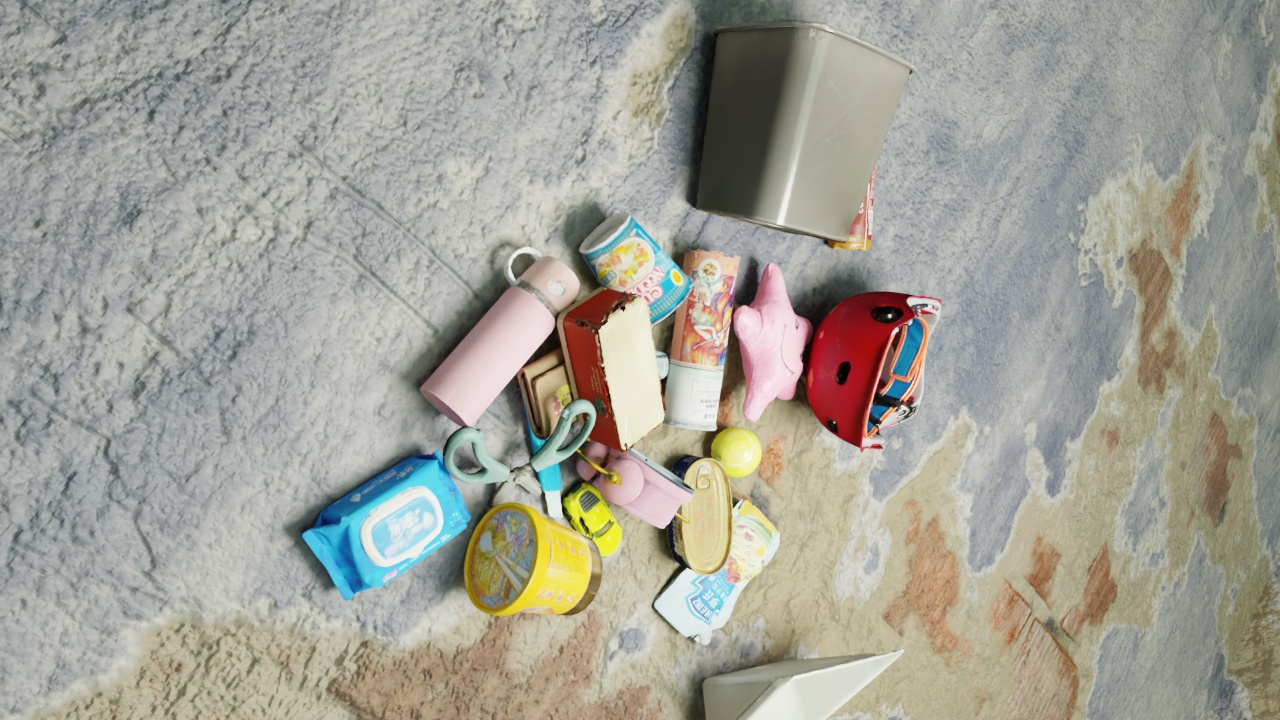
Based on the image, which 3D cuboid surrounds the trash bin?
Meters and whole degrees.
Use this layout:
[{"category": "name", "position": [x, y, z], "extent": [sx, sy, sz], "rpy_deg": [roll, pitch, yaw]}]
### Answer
[{"category": "trash bin", "position": [0.180, -0.267, 1.097], "extent": [0.198, 0.199, 0.220], "rpy_deg": [7, 101, -35]}]

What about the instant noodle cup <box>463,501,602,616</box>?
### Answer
[{"category": "instant noodle cup", "position": [-0.112, 0.224, 1.003], "extent": [0.114, 0.119, 0.118], "rpy_deg": [26, 82, -44]}]

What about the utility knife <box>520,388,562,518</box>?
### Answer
[{"category": "utility knife", "position": [-0.108, 0.099, 1.041], "extent": [0.034, 0.018, 0.179], "rpy_deg": [-18, 109, -34]}]

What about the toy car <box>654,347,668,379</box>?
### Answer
[{"category": "toy car", "position": [-0.006, 0.006, 1.092], "extent": [0.090, 0.034, 0.043], "rpy_deg": [1, 100, -35]}]

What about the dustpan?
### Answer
[{"category": "dustpan", "position": [0.197, 0.479, 1.225], "extent": [0.222, 0.259, 0.142], "rpy_deg": [2, 73, -37]}]

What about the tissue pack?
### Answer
[{"category": "tissue pack", "position": [-0.251, 0.165, 0.924], "extent": [0.156, 0.052, 0.095], "rpy_deg": [-32, 115, -28]}]

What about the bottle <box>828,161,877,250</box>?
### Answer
[{"category": "bottle", "position": [0.292, -0.239, 1.256], "extent": [0.057, 0.057, 0.175], "rpy_deg": [-3, 99, -36]}]

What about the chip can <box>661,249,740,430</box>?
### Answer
[{"category": "chip can", "position": [0.072, -0.026, 1.122], "extent": [0.071, 0.071, 0.215], "rpy_deg": [6, 94, -37]}]

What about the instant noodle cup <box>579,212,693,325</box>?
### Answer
[{"category": "instant noodle cup", "position": [-0.011, -0.104, 1.039], "extent": [0.099, 0.099, 0.110], "rpy_deg": [-48, 114, -20]}]

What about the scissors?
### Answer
[{"category": "scissors", "position": [-0.134, 0.095, 0.967], "extent": [0.179, 0.019, 0.170], "rpy_deg": [20, 119, -47]}]

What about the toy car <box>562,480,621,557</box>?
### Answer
[{"category": "toy car", "position": [-0.053, 0.192, 1.089], "extent": [0.048, 0.032, 0.105], "rpy_deg": [-41, 121, -25]}]

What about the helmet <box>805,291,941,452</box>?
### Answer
[{"category": "helmet", "position": [0.291, 0.007, 1.229], "extent": [0.239, 0.144, 0.207], "rpy_deg": [-33, 135, -45]}]

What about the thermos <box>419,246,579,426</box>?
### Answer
[{"category": "thermos", "position": [-0.149, -0.030, 0.961], "extent": [0.087, 0.067, 0.198], "rpy_deg": [44, 72, -20]}]

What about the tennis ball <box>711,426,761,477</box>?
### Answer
[{"category": "tennis ball", "position": [0.124, 0.118, 1.186], "extent": [0.065, 0.065, 0.065], "rpy_deg": [-7, 101, -36]}]

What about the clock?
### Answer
[{"category": "clock", "position": [-0.012, 0.137, 1.060], "extent": [0.158, 0.117, 0.060], "rpy_deg": [35, 88, -37]}]

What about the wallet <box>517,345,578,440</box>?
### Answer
[{"category": "wallet", "position": [-0.082, 0.026, 1.024], "extent": [0.115, 0.033, 0.090], "rpy_deg": [-31, 120, -42]}]

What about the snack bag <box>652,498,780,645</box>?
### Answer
[{"category": "snack bag", "position": [0.107, 0.284, 1.221], "extent": [0.190, 0.039, 0.110], "rpy_deg": [-49, 125, -17]}]

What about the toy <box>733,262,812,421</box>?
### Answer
[{"category": "toy", "position": [0.175, -0.031, 1.193], "extent": [0.178, 0.075, 0.195], "rpy_deg": [-27, 116, -48]}]

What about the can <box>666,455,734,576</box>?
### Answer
[{"category": "can", "position": [0.074, 0.194, 1.159], "extent": [0.074, 0.049, 0.148], "rpy_deg": [-5, 93, -26]}]

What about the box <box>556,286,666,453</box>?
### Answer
[{"category": "box", "position": [-0.022, 0.011, 1.003], "extent": [0.091, 0.077, 0.168], "rpy_deg": [-36, 129, -38]}]
